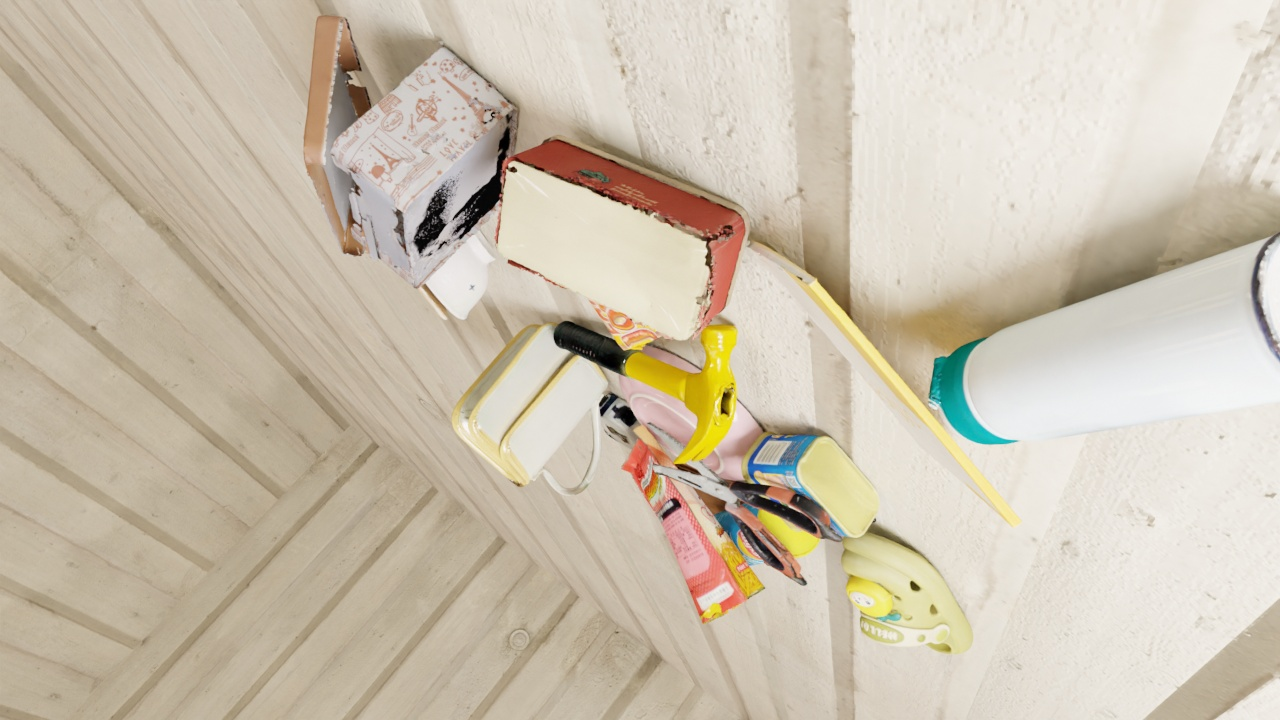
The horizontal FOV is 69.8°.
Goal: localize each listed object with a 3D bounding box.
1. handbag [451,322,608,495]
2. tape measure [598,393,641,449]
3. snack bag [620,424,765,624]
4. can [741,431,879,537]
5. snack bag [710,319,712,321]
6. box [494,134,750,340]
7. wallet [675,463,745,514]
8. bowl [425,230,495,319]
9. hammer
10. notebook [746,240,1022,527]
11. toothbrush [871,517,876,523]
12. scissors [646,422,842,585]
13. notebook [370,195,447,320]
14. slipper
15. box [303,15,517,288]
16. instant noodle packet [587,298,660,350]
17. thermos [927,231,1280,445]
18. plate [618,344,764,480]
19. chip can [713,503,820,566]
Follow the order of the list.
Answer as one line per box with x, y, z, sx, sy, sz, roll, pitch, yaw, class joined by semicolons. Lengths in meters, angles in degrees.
-0.100;0.065;1.037;0.179;0.163;0.063;47;159;-21;handbag
-0.019;0.076;1.103;0.066;0.033;0.066;27;158;35;tape measure
0.045;0.175;0.982;0.207;0.073;0.129;57;161;18;snack bag
0.155;0.112;0.831;0.102;0.057;0.083;47;157;-18;can
0.012;-0.061;0.765;0.104;0.026;0.048;31;167;23;snack bag
-0.020;-0.082;0.631;0.168;0.078;0.091;26;127;19;box
0.100;0.168;1.106;0.115;0.020;0.101;11;146;50;wallet
-0.191;-0.109;0.951;0.118;0.065;0.118;56;-176;-6;bowl
-0.005;0.005;0.872;0.301;0.032;0.129;24;114;56;hammer
0.153;0.009;0.593;0.206;0.010;0.145;46;-174;-17;notebook
0.189;0.169;0.950;0.014;0.016;0.190;33;161;-11;toothbrush
0.093;0.131;0.858;0.225;0.015;0.189;46;153;-4;scissors
-0.253;-0.137;0.961;0.148;0.008;0.207;54;-176;-30;notebook
0.256;0.243;0.894;0.190;0.081;0.092;48;157;-27;slipper
-0.215;-0.173;0.760;0.166;0.150;0.182;42;160;3;box
-0.013;-0.069;0.723;0.128;0.044;0.111;55;147;-10;instant noodle packet
0.229;0.002;0.448;0.073;0.073;0.225;42;161;-5;thermos
0.047;0.063;0.944;0.192;0.039;0.193;35;160;15;plate
0.120;0.192;1.013;0.071;0.071;0.211;41;155;-2;chip can
